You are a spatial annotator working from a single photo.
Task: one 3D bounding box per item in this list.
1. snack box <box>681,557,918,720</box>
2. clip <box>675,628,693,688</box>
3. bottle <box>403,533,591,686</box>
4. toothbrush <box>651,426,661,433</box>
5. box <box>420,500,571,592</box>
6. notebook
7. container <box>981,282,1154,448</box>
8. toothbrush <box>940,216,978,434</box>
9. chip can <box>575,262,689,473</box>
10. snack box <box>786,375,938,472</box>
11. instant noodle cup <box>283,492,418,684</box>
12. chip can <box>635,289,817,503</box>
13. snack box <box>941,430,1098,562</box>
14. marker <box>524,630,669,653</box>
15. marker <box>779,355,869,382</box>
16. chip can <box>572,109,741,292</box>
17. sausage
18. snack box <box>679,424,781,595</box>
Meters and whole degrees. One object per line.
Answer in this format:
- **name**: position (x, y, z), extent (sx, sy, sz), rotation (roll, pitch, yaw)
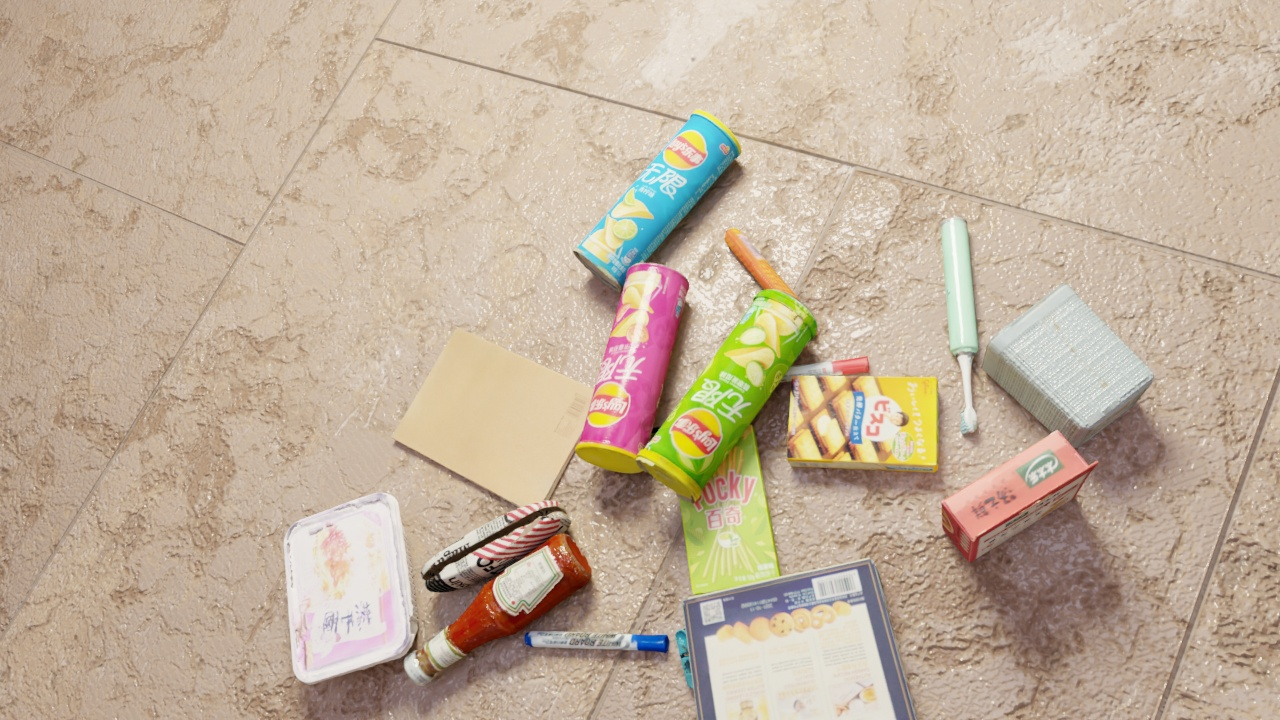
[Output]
- **snack box**: position (0.138, 0.281, 0.798), extent (0.178, 0.046, 0.182), rotation (-15, 55, 12)
- **clip**: position (0.045, 0.279, 0.861), extent (0.015, 0.049, 0.056), rotation (-14, 72, 11)
- **bottle**: position (-0.144, 0.251, 0.911), extent (0.206, 0.060, 0.059), rotation (-36, 63, 2)
- **toothbrush**: position (0.023, 0.072, 0.953), extent (0.189, 0.014, 0.016), rotation (-16, 90, 13)
- **box**: position (-0.144, 0.195, 0.931), extent (0.164, 0.072, 0.059), rotation (-29, 46, 9)
- **notebook**: position (-0.160, 0.063, 1.017), extent (0.212, 0.012, 0.149), rotation (23, 77, 24)
- **container**: position (0.380, 0.009, 0.819), extent (0.090, 0.090, 0.111), rotation (-38, 66, 1)
- **toothbrush**: position (0.313, -0.037, 0.893), extent (0.026, 0.027, 0.224), rotation (8, 69, -14)
- **chip can**: position (-0.006, 0.006, 0.946), extent (0.071, 0.071, 0.210), rotation (7, 67, 20)
- **snack box**: position (0.214, 0.060, 0.884), extent (0.140, 0.034, 0.086), rotation (1, 70, 17)
- **instant noodle cup**: position (-0.296, 0.240, 0.965), extent (0.138, 0.060, 0.173), rotation (-20, 66, 10)
- **chip can**: position (0.087, 0.029, 0.890), extent (0.072, 0.072, 0.221), rotation (30, 75, 26)
- **snack box**: position (0.315, 0.115, 0.776), extent (0.113, 0.127, 0.044), rotation (-32, 63, 3)
- **marker**: position (-0.044, 0.273, 0.893), extent (0.146, 0.017, 0.016), rotation (-3, 68, 17)
- **marker**: position (0.157, 0.013, 0.929), extent (0.145, 0.017, 0.017), rotation (-8, 67, 15)
- **chip can**: position (0.018, -0.177, 1.019), extent (0.071, 0.071, 0.210), rotation (39, 85, 27)
- **sausage**: position (0.136, -0.086, 0.972), extent (0.021, 0.021, 0.165), rotation (-36, 63, 2)
- **snack box**: position (0.083, 0.146, 0.896), extent (0.086, 0.026, 0.156), rotation (-12, 66, 12)
